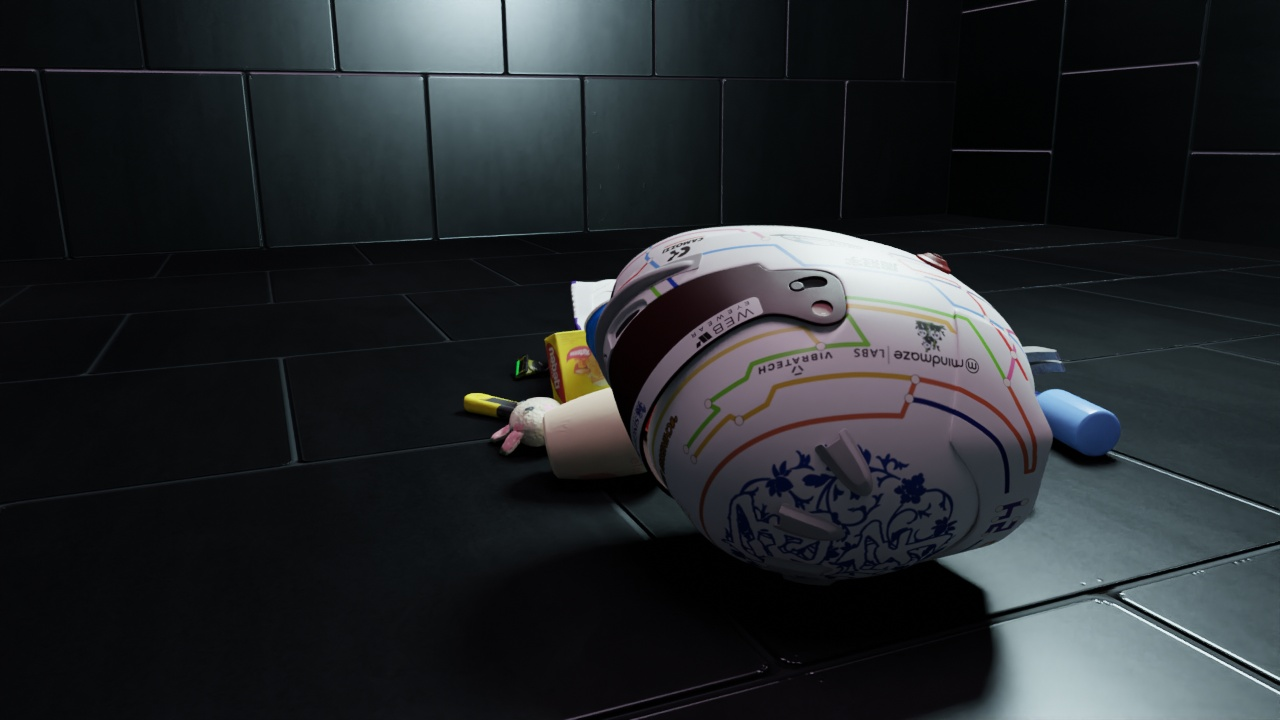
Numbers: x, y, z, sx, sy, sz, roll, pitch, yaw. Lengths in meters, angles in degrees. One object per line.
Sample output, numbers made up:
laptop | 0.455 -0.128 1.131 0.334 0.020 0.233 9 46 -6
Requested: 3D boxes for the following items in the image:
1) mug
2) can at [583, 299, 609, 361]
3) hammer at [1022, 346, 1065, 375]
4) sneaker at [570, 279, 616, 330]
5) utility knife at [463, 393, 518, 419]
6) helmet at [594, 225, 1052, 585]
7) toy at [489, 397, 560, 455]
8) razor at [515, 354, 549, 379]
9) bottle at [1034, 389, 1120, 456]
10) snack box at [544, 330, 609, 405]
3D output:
mug | -0.033 0.072 0.864 0.104 0.085 0.111 -12 -14 0
can | 0.002 0.006 0.978 0.078 0.079 0.146 -11 56 -36
hammer | 0.356 0.058 0.915 0.140 0.035 0.311 -24 9 26
sneaker | -0.030 -0.036 1.194 0.111 0.092 0.243 -6 30 -4
utility knife | -0.102 0.064 1.014 0.234 0.020 0.028 10 20 30
helmet | 0.119 0.038 0.654 0.314 0.231 0.235 4 46 1
toy | -0.102 0.064 0.949 0.112 0.050 0.087 -20 14 -10
razor | -0.093 0.009 1.224 0.144 0.021 0.044 -2 33 -3
bottle | 0.434 0.056 0.948 0.048 0.048 0.131 -2 14 -7
snack box | -0.006 0.006 1.070 0.200 0.092 0.042 -7 -5 -24
